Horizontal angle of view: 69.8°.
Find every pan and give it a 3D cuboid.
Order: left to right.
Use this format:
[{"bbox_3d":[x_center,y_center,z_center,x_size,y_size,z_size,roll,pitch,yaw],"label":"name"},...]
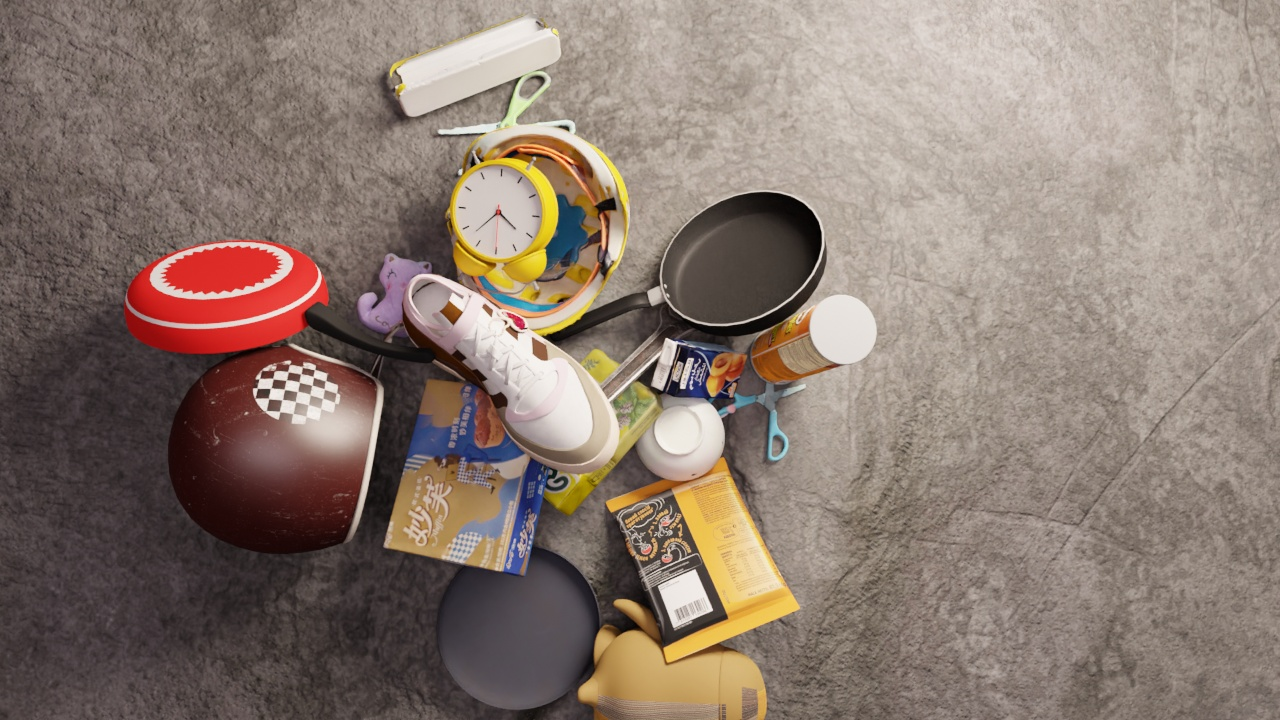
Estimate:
[{"bbox_3d":[-0.389,-0.059,1.006,0.356,0.208,0.067,11,122,13],"label":"pan"},{"bbox_3d":[-0.184,0.255,1.126,0.198,0.021,0.356,-27,89,-6],"label":"pan"},{"bbox_3d":[0.056,-0.088,1.121,0.356,0.044,0.203,-22,50,12],"label":"pan"}]

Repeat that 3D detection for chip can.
[{"bbox_3d":[0.196,-0.019,1.074,0.075,0.215,0.075,1,83,-10],"label":"chip can"}]

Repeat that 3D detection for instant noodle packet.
[{"bbox_3d":[0.069,0.229,1.096,0.159,0.032,0.220,-20,53,-7],"label":"instant noodle packet"}]

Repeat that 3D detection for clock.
[{"bbox_3d":[-0.152,-0.148,1.003,0.113,0.052,0.152,8,102,10],"label":"clock"}]

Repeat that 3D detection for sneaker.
[{"bbox_3d":[-0.143,0.002,0.977,0.294,0.116,0.111,42,82,14],"label":"sneaker"}]

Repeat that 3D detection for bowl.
[{"bbox_3d":[0.048,0.089,1.124,0.113,0.063,0.113,-1,78,3],"label":"bowl"}]

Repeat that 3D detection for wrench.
[{"bbox_3d":[-0.007,0.006,1.095,0.070,0.010,0.272,30,56,27],"label":"wrench"}]

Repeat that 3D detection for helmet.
[{"bbox_3d":[-0.379,0.090,1.017,0.253,0.233,0.234,12,123,-21],"label":"helmet"},{"bbox_3d":[-0.111,-0.157,1.093,0.209,0.139,0.240,18,107,7],"label":"helmet"}]

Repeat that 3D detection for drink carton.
[{"bbox_3d":[0.072,0.012,1.106,0.040,0.129,0.064,24,102,36],"label":"drink carton"}]

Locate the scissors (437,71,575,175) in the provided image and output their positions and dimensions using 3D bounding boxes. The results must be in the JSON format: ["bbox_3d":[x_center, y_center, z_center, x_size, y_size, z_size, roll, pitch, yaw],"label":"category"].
[{"bbox_3d":[-0.170,-0.300,1.154,0.170,0.028,0.139,-9,91,-11],"label":"scissors"}]

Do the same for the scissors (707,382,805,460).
[{"bbox_3d":[0.155,0.069,1.173,0.135,0.015,0.135,-17,89,-4],"label":"scissors"}]

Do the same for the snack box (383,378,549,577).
[{"bbox_3d":[-0.191,0.133,1.059,0.155,0.069,0.202,6,74,21],"label":"snack box"}]

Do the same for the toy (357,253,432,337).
[{"bbox_3d":[-0.300,-0.080,1.118,0.080,0.036,0.099,13,88,-6],"label":"toy"}]

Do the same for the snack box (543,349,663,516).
[{"bbox_3d":[-0.070,0.081,1.103,0.181,0.045,0.121,-47,58,-4],"label":"snack box"}]

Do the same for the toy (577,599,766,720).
[{"bbox_3d":[0.047,0.383,1.077,0.203,0.162,0.198,-1,88,16],"label":"toy"}]

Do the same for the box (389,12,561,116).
[{"bbox_3d":[-0.206,-0.374,1.128,0.209,0.079,0.080,-23,74,-6],"label":"box"}]
